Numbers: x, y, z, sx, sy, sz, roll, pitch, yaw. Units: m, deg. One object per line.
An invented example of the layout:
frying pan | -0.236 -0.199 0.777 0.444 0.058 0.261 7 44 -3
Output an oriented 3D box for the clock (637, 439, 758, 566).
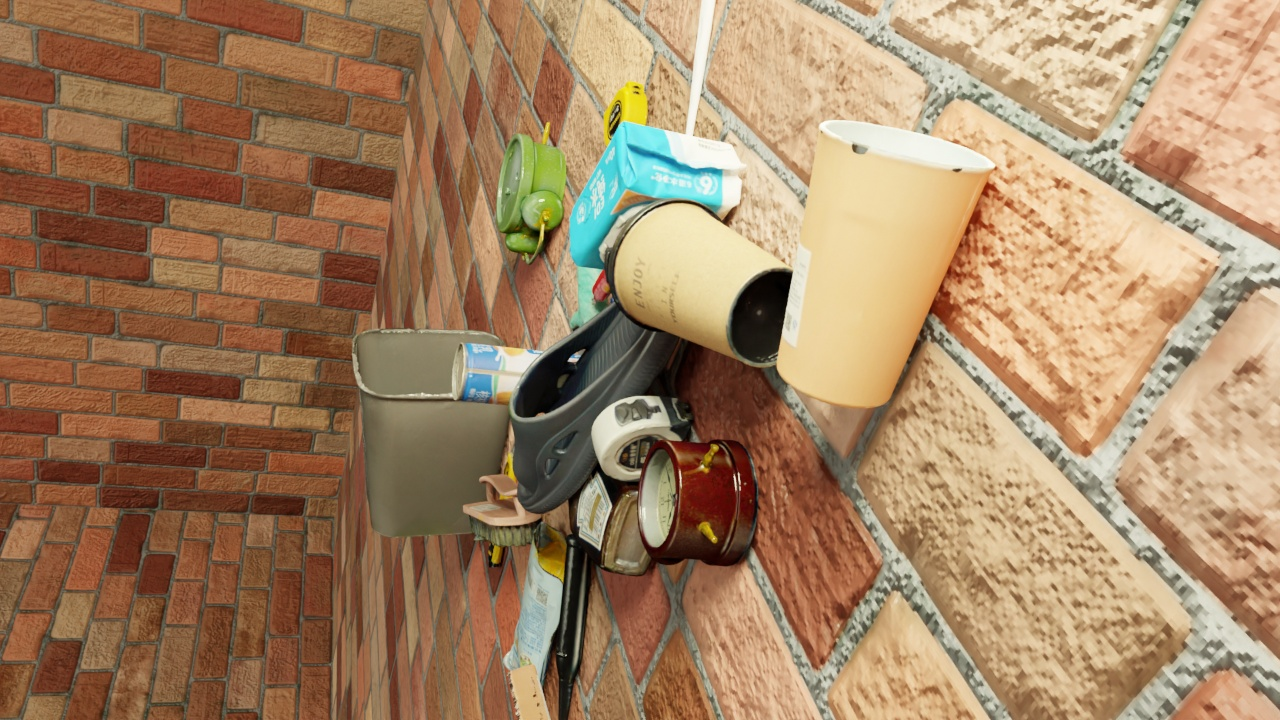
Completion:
clock | 0.030 0.093 0.603 0.122 0.055 0.082 150 123 -65

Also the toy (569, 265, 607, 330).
toy | -0.049 -0.065 0.879 0.097 0.030 0.091 146 130 -65

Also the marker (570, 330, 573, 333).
marker | -0.083 -0.003 0.968 0.124 0.015 0.018 -50 40 49

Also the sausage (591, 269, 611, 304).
sausage | -0.009 -0.102 0.795 0.156 0.020 0.020 -56 34 41

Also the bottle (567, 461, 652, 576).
bottle | -0.036 0.115 0.775 0.195 0.044 0.080 -153 78 -68

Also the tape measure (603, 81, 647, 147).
tape measure | -0.011 -0.215 0.828 0.060 0.029 0.057 137 136 -58

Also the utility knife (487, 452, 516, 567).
utility knife | -0.169 0.185 1.120 0.033 0.015 0.155 -143 62 -62

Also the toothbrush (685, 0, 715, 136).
toothbrush | 0.040 -0.215 0.718 0.016 0.016 0.180 -158 76 -65

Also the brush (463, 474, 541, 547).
brush | -0.151 0.166 1.018 0.146 0.063 0.073 173 92 -67

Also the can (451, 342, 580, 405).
can | -0.102 0.017 0.845 0.053 0.134 0.053 -174 91 -69

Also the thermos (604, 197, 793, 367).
thermos | 0.042 -0.047 0.579 0.143 0.093 0.093 38 119 57

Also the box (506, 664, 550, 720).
box | -0.051 0.370 0.652 0.178 0.106 0.272 -125 34 -59

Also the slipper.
slipper | -0.057 0.020 0.743 0.269 0.083 0.110 -52 23 39

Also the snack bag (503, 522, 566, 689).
snack bag | -0.106 0.266 0.913 0.110 0.038 0.191 48 129 55

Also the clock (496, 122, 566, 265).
clock | -0.128 -0.188 1.073 0.116 0.056 0.161 134 138 -57

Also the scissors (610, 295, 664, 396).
scissors | -0.005 0.000 0.775 0.175 0.012 0.163 -108 34 -44

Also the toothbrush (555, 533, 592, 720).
toothbrush | -0.065 0.264 0.826 0.026 0.027 0.212 5 88 30

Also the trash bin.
trash bin | -0.271 0.092 1.182 0.199 0.198 0.220 -125 40 -59

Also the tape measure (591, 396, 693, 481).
tape measure | -0.002 0.057 0.677 0.033 0.066 0.066 -113 36 -45

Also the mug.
mug | 0.107 -0.043 0.434 0.078 0.078 0.123 -122 40 -58

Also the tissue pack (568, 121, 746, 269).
tissue pack | 0.007 -0.112 0.671 0.140 0.090 0.063 134 138 -56
